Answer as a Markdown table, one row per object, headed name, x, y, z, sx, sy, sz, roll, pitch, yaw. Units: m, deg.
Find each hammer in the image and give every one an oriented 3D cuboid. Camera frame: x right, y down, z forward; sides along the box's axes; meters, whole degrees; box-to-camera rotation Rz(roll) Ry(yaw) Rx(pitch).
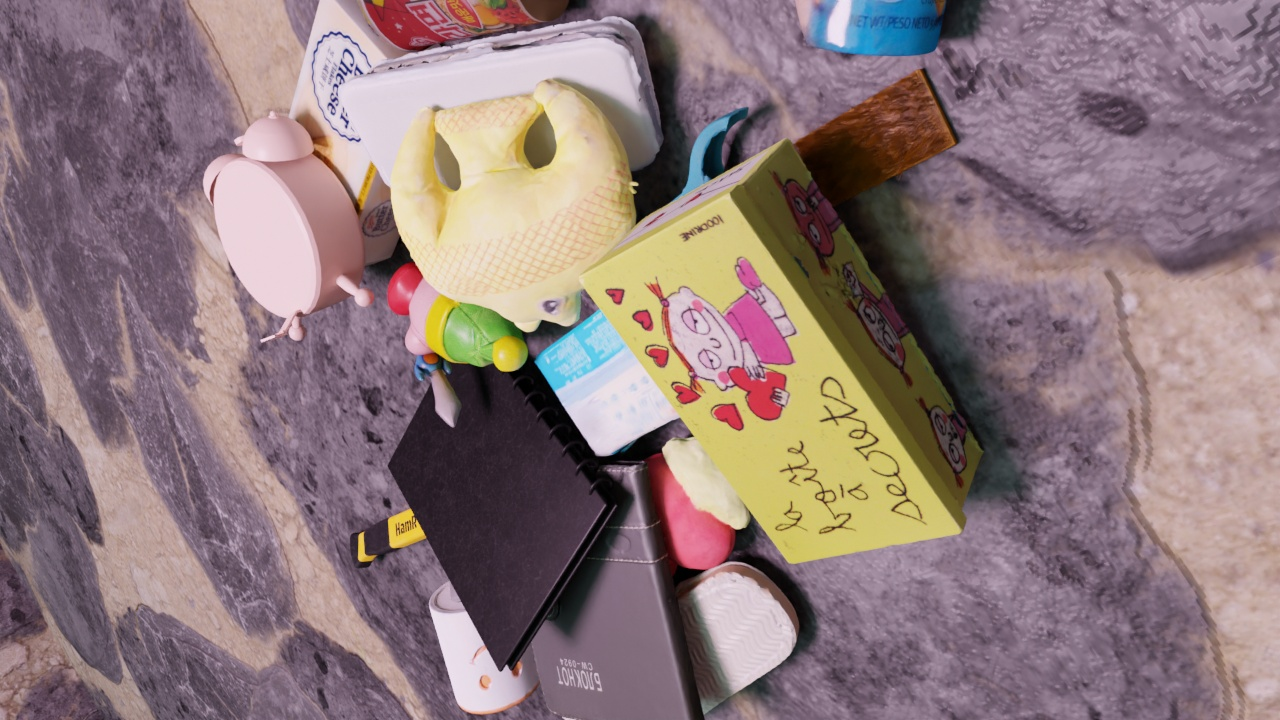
| name | x | y | z | sx | sy | sz | roll | pitch | yaw |
| --- | --- | --- | --- | --- | --- | --- | --- | --- | --- |
| hammer | -0.224 | 0.156 | 0.883 | 0.326 | 0.034 | 0.169 | -29 | 65 | 52 |

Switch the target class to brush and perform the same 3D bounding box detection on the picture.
| name | x | y | z | sx | sy | sz | roll | pitch | yaw |
| --- | --- | --- | --- | --- | --- | --- | --- | --- | --- |
| brush | 0.108 | -0.109 | 0.508 | 0.127 | 0.017 | 0.048 | -24 | 94 | 44 |

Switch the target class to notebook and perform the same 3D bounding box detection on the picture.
| name | x | y | z | sx | sy | sz | roll | pitch | yaw |
| --- | --- | --- | --- | --- | --- | --- | --- | --- | --- |
| notebook | -0.116 | 0.091 | 0.708 | 0.231 | 0.019 | 0.169 | 48 | 115 | 39 |
| notebook | -0.037 | 0.177 | 0.692 | 0.170 | 0.029 | 0.209 | -7 | 95 | 42 |

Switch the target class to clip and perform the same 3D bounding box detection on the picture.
| name | x | y | z | sx | sy | sz | roll | pitch | yaw |
| --- | --- | --- | --- | --- | --- | --- | --- | --- | --- |
| clip | 0.045 | -0.103 | 0.544 | 0.120 | 0.033 | 0.119 | 27 | 137 | 34 |

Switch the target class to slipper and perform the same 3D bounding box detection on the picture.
| name | x | y | z | sx | sy | sz | roll | pitch | yaw |
| --- | --- | --- | --- | --- | --- | --- | --- | --- | --- |
| slipper | 0.020 | 0.231 | 0.723 | 0.114 | 0.053 | 0.274 | 53 | 129 | 4 |

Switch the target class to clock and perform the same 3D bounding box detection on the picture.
| name | x | y | z | sx | sy | sz | roll | pitch | yaw |
| --- | --- | --- | --- | --- | --- | --- | --- | --- | --- |
| clock | -0.289 | -0.100 | 0.729 | 0.131 | 0.086 | 0.160 | -16 | 95 | 43 |

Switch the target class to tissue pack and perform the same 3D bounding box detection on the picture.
| name | x | y | z | sx | sy | sz | roll | pitch | yaw |
| --- | --- | --- | --- | --- | --- | --- | --- | --- | --- |
| tissue pack | -0.004 | 0.004 | 0.626 | 0.145 | 0.061 | 0.093 | -34 | 89 | 48 |

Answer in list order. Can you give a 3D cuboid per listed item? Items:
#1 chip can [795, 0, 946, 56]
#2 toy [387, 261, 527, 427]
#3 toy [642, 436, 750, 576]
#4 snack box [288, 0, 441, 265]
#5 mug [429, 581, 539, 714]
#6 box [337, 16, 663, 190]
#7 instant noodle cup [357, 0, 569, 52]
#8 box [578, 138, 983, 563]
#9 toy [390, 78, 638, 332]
| name | x | y | z | sx | sy | sz | roll | pitch | yaw |
| --- | --- | --- | --- | --- | --- | --- | --- | --- | --- |
| chip can | 0.112 | -0.255 | 0.396 | 0.080 | 0.079 | 0.230 | 22 | 123 | 31 |
| toy | -0.132 | -0.030 | 0.682 | 0.124 | 0.097 | 0.131 | -43 | 80 | -1 |
| toy | 0.030 | 0.110 | 0.659 | 0.091 | 0.045 | 0.135 | 47 | 128 | 20 |
| snack box | -0.222 | -0.177 | 0.726 | 0.104 | 0.057 | 0.208 | 49 | 133 | 11 |
| mug | -0.144 | 0.260 | 0.855 | 0.082 | 0.082 | 0.105 | -1 | 109 | 40 |
| box | -0.088 | -0.163 | 0.596 | 0.214 | 0.062 | 0.118 | -5 | 132 | 22 |
| instant noodle cup | -0.107 | -0.245 | 0.576 | 0.113 | 0.100 | 0.100 | 12 | 118 | 27 |
| box | 0.082 | 0.005 | 0.511 | 0.125 | 0.079 | 0.221 | -20 | 109 | 44 |
| toy | -0.077 | -0.090 | 0.576 | 0.171 | 0.064 | 0.155 | -6 | 110 | 23 |
